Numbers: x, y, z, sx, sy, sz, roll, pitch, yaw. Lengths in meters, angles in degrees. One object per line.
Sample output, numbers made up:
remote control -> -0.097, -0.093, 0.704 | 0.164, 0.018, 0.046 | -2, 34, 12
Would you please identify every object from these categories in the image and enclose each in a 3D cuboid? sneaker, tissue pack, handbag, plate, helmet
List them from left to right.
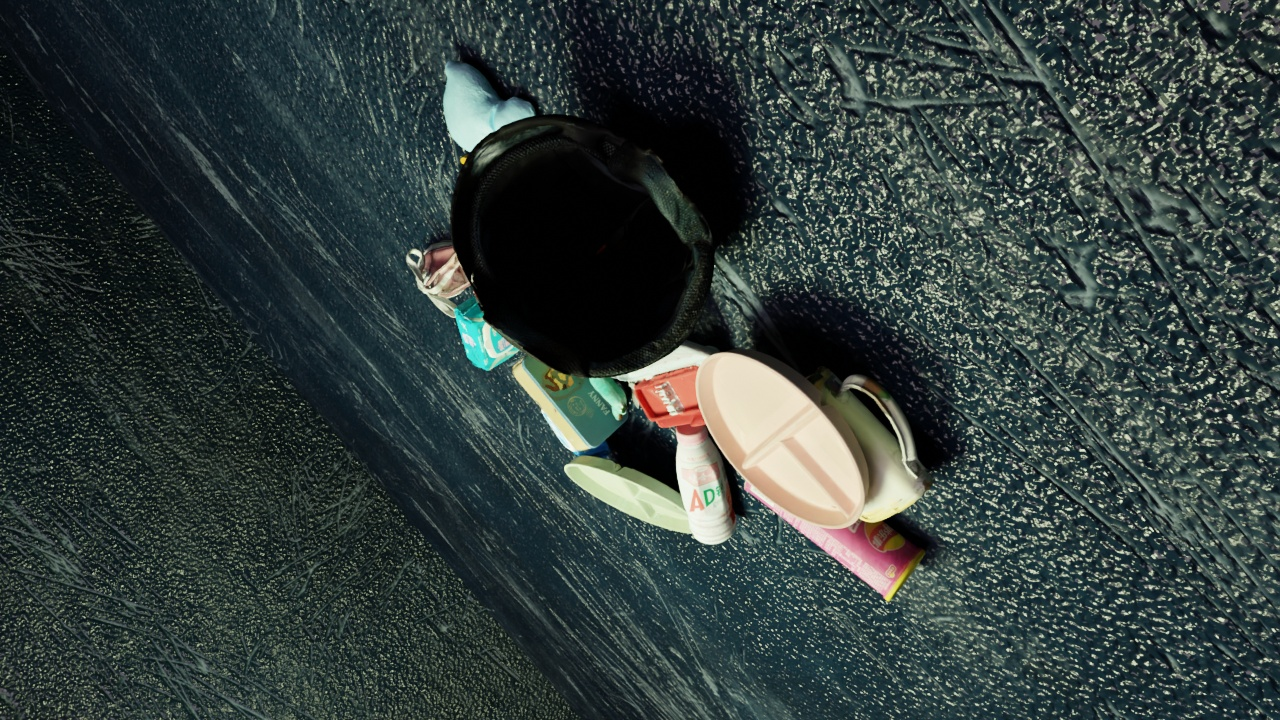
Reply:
sneaker -> -0.305, -0.131, 1.418 | 0.242, 0.087, 0.118 | -7, 120, 57
tissue pack -> -0.226, -0.054, 1.396 | 0.050, 0.093, 0.134 | 37, 151, 30
tissue pack -> -0.109, 0.100, 1.447 | 0.157, 0.052, 0.095 | 58, 166, -18
helmet -> -0.055, -0.111, 0.930 | 0.274, 0.233, 0.230 | 45, -177, 3
plate -> -0.009, 0.203, 1.401 | 0.230, 0.027, 0.230 | 23, 160, 9
plate -> 0.149, 0.080, 0.970 | 0.229, 0.028, 0.230 | 40, 154, 24
handbag -> 0.227, 0.074, 0.927 | 0.163, 0.063, 0.179 | 47, 158, 6

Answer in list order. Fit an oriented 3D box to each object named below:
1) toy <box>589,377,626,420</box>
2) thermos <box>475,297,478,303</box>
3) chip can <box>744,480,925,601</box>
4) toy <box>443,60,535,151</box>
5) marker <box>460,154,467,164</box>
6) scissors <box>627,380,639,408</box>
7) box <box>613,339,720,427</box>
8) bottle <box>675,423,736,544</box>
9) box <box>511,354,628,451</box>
toy -> -0.046, 0.044, 1.315 | 0.092, 0.030, 0.097 | 51, 163, 30
thermos -> -0.168, -0.116, 1.249 | 0.093, 0.092, 0.144 | 47, 144, 4
chip can -> 0.224, 0.186, 1.074 | 0.210, 0.071, 0.071 | 37, 150, 23
toy -> -0.180, -0.280, 1.085 | 0.157, 0.049, 0.161 | -1, 114, 39
marker -> -0.189, -0.228, 1.209 | 0.124, 0.015, 0.018 | 43, 154, 5
scissors -> -0.004, 0.010, 1.237 | 0.172, 0.019, 0.177 | 0, 125, 54
box -> 0.038, 0.021, 1.127 | 0.160, 0.063, 0.202 | 38, 152, -22
bottle -> 0.085, 0.164, 1.254 | 0.068, 0.068, 0.197 | 22, 140, 41
box -> -0.101, 0.053, 1.358 | 0.184, 0.089, 0.063 | 48, 153, -4
